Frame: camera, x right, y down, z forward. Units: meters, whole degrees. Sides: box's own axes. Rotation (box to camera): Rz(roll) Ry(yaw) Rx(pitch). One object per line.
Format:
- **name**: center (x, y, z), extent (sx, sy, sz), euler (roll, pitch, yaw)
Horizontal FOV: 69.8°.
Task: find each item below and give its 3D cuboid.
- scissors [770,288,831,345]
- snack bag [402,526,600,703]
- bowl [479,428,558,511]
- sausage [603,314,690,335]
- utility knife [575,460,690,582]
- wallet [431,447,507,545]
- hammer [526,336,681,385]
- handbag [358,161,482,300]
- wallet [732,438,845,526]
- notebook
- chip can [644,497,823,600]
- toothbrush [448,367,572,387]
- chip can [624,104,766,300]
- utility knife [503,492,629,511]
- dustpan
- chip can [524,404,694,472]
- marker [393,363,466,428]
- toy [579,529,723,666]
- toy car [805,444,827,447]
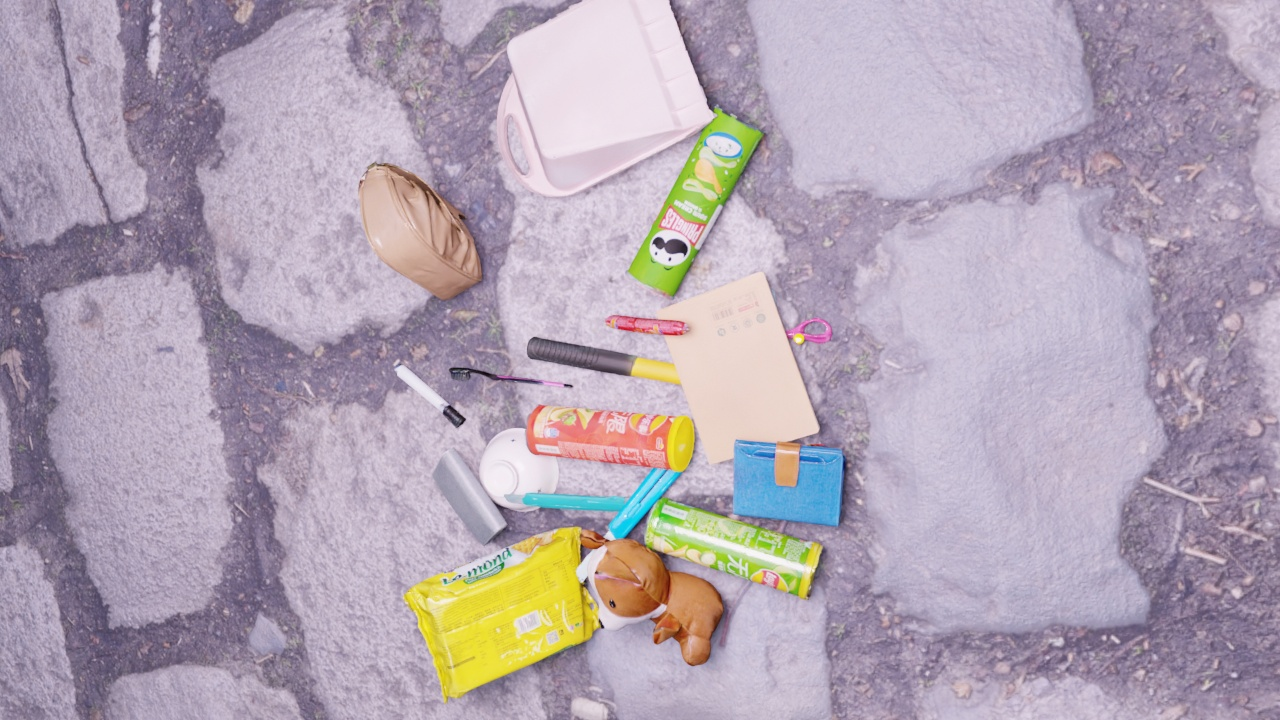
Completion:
- **scissors**: center (0.169, -0.024, 1.137), extent (0.133, 0.017, 0.134), euler (3, 87, 10)
- **snack bag**: center (-0.170, 0.330, 1.198), extent (0.246, 0.068, 0.158), euler (-18, 100, -24)
- **bowl**: center (-0.178, 0.155, 1.254), extent (0.118, 0.064, 0.118), euler (2, 96, 19)
- **sausage**: center (0.005, -0.044, 1.165), extent (0.156, 0.020, 0.020), euler (8, 99, 47)
- **utility knife**: center (-0.014, 0.205, 1.203), extent (0.034, 0.018, 0.218), euler (39, 94, 0)
- **wallet**: center (-0.236, 0.189, 1.272), extent (0.129, 0.036, 0.107), euler (53, 150, 6)
- **hammer**: center (-0.007, 0.007, 1.198), extent (0.301, 0.032, 0.129), euler (10, 98, 18)
- **handbag**: center (-0.278, -0.168, 1.189), extent (0.100, 0.204, 0.147), euler (-28, 73, 8)
- **wallet**: center (0.178, 0.148, 1.113), extent (0.133, 0.040, 0.106), euler (4, 111, 14)
- **notebook**: center (0.118, 0.012, 1.135), extent (0.148, 0.008, 0.207), euler (-20, 89, 20)
- **chip can**: center (0.114, 0.234, 1.158), extent (0.221, 0.072, 0.072), euler (15, 100, 17)
- **toothbrush**: center (-0.181, 0.028, 1.270), extent (0.189, 0.014, 0.018), euler (7, 107, 18)
- **chip can**: center (0.066, -0.193, 1.135), extent (0.072, 0.072, 0.236), euler (33, 104, 13)
- **utility knife**: center (-0.095, 0.187, 1.227), extent (0.176, 0.013, 0.029), euler (4, 125, -4)
- **dustpan**: center (-0.063, -0.335, 1.171), extent (0.273, 0.139, 0.222), euler (-16, 79, 1)
- **chip can**: center (-0.042, 0.099, 1.188), extent (0.217, 0.073, 0.073), euler (2, 96, 24)
- **marker**: center (-0.302, 0.050, 1.311), extent (0.131, 0.018, 0.023), euler (38, 115, 12)
- **toy**: center (0.005, 0.295, 1.154), extent (0.199, 0.140, 0.130), euler (44, 83, -23)
- **toy car**: center (0.192, 0.136, 1.141), extent (0.106, 0.031, 0.049), euler (-23, 99, 23)
